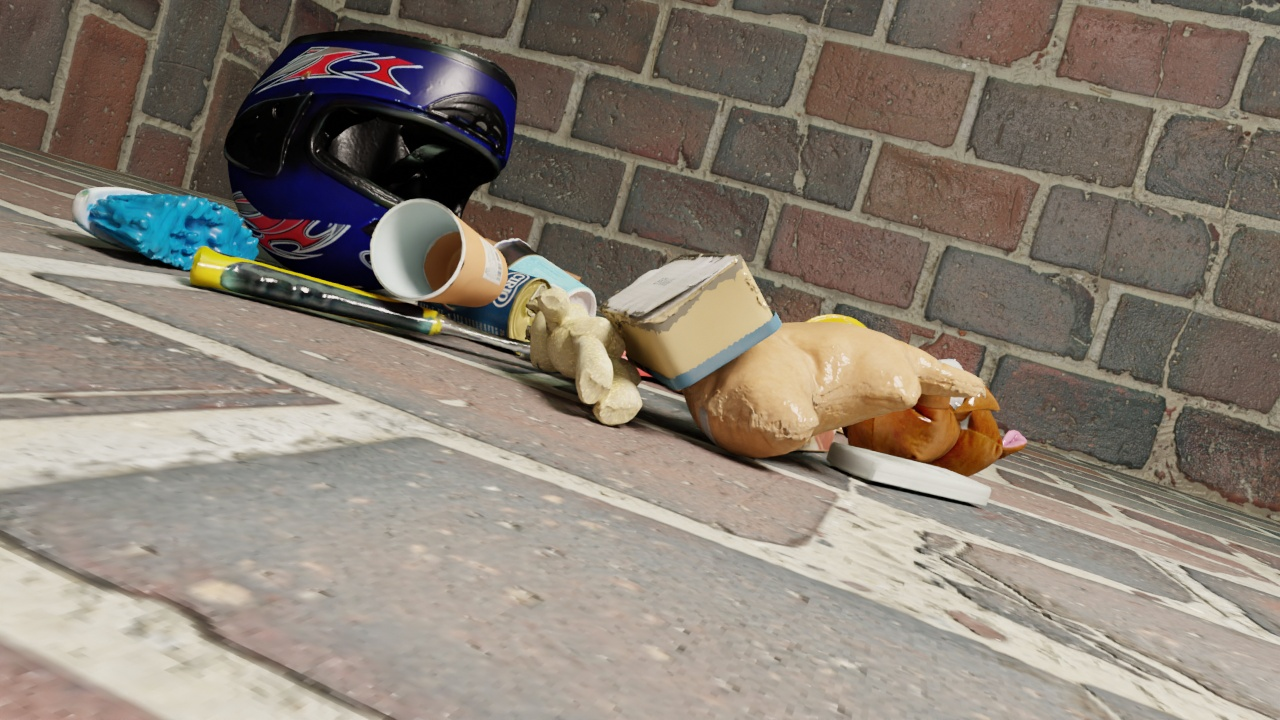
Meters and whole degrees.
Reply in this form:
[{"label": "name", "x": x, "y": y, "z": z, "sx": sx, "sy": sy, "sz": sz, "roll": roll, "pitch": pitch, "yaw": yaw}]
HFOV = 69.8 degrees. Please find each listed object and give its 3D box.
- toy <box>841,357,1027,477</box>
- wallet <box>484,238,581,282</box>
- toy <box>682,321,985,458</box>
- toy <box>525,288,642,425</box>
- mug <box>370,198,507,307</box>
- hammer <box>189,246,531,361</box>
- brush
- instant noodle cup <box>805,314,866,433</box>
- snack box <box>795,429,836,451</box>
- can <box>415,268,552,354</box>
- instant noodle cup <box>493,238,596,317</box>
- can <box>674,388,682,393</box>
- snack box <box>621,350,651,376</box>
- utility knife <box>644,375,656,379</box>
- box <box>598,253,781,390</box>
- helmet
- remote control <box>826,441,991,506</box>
[{"label": "toy", "x": 0.269, "y": 0.054, "z": 0.858, "sx": 0.199, "sy": 0.130, "sz": 0.140, "roll": 25, "pitch": -15, "yaw": -39}, {"label": "wallet", "x": -0.148, "y": -0.086, "z": 1.160, "sx": 0.132, "sy": 0.108, "sz": 0.031, "roll": 22, "pitch": 38, "yaw": 3}, {"label": "toy", "x": 0.141, "y": 0.012, "z": 0.666, "sx": 0.225, "sy": 0.083, "sz": 0.143, "roll": -11, "pitch": 29, "yaw": -22}, {"label": "toy", "x": -0.041, "y": -0.001, "z": 0.647, "sx": 0.105, "sy": 0.066, "sz": 0.157, "roll": 39, "pitch": 3, "yaw": -27}, {"label": "mug", "x": -0.157, "y": -0.081, "z": 0.755, "sx": 0.078, "sy": 0.078, "sz": 0.122, "roll": 18, "pitch": 1, "yaw": 13}, {"label": "hammer", "x": -0.182, "y": -0.032, "z": 0.732, "sx": 0.323, "sy": 0.032, "sz": 0.126, "roll": 15, "pitch": 4, "yaw": -23}, {"label": "brush", "x": -0.393, "y": -0.111, "z": 0.834, "sx": 0.109, "sy": 0.060, "sz": 0.314, "roll": 14, "pitch": 1, "yaw": 7}, {"label": "instant noodle cup", "x": 0.245, "y": 0.022, "z": 1.099, "sx": 0.138, "sy": 0.138, "sz": 0.110, "roll": 16, "pitch": 12, "yaw": -16}, {"label": "snack box", "x": 0.127, "y": 0.023, "z": 0.791, "sx": 0.077, "sy": 0.094, "sz": 0.092, "roll": 20, "pitch": 5, "yaw": 31}, {"label": "can", "x": -0.149, "y": -0.056, "z": 0.877, "sx": 0.111, "sy": 0.075, "sz": 0.075, "roll": 18, "pitch": 4, "yaw": 22}, {"label": "instant noodle cup", "x": -0.118, "y": -0.068, "z": 1.053, "sx": 0.120, "sy": 0.111, "sz": 0.111, "roll": 28, "pitch": 9, "yaw": 29}, {"label": "can", "x": 0.108, "y": 0.023, "z": 0.982, "sx": 0.147, "sy": 0.058, "sz": 0.058, "roll": 15, "pitch": 4, "yaw": -19}, {"label": "snack box", "x": -0.004, "y": -0.008, "z": 1.004, "sx": 0.152, "sy": 0.025, "sz": 0.075, "roll": 7, "pitch": 19, "yaw": -38}, {"label": "utility knife", "x": -0.006, "y": 0.006, "z": 1.041, "sx": 0.198, "sy": 0.018, "sz": 0.034, "roll": 14, "pitch": 5, "yaw": -23}, {"label": "box", "x": 0.030, "y": -0.032, "z": 0.651, "sx": 0.060, "sy": 0.089, "sz": 0.184, "roll": 59, "pitch": -5, "yaw": -14}, {"label": "helmet", "x": -0.287, "y": -0.194, "z": 0.971, "sx": 0.316, "sy": 0.240, "sz": 0.247, "roll": 8, "pitch": -6, "yaw": 34}, {"label": "remote control", "x": 0.215, "y": 0.092, "z": 0.735, "sx": 0.135, "sy": 0.019, "sz": 0.056, "roll": 15, "pitch": 5, "yaw": -28}]
